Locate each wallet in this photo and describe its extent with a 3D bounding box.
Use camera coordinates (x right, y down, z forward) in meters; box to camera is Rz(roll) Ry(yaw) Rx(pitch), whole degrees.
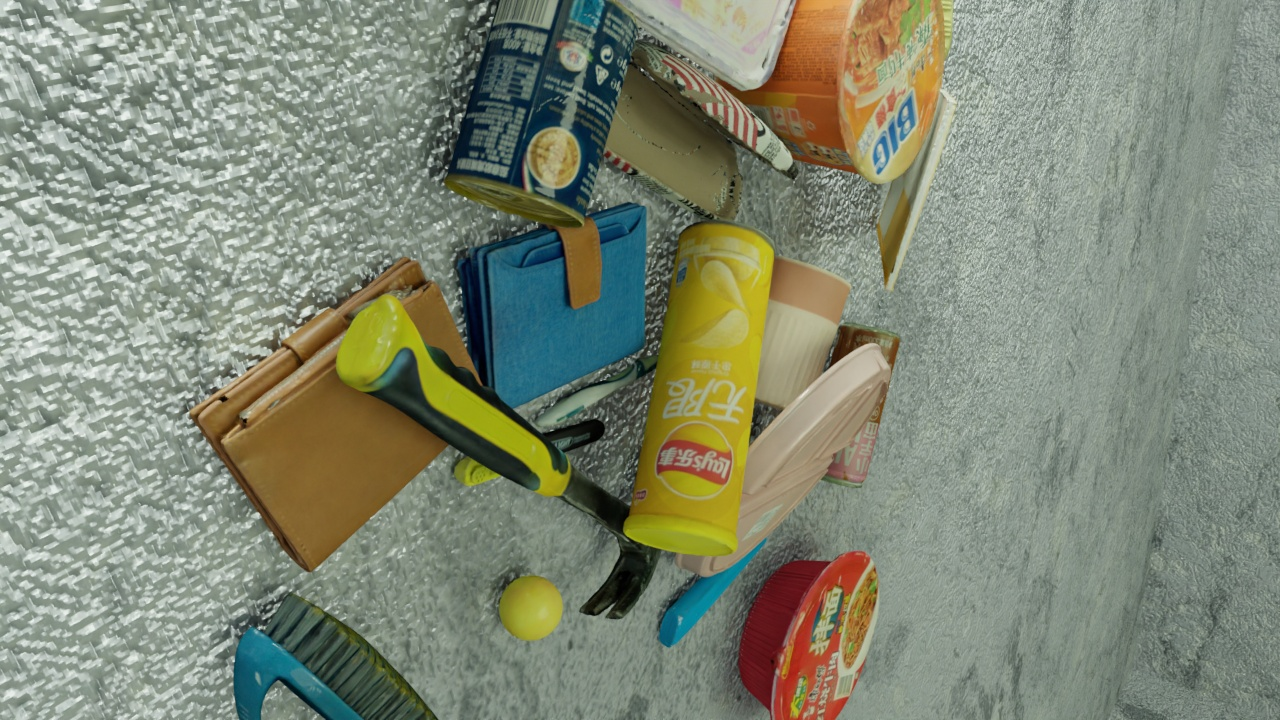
[{"bbox_3d":[-0.141,0.026,0.458,0.131,0.031,0.108,-46,137,-32],"label":"wallet"},{"bbox_3d":[-0.046,-0.034,0.551,0.132,0.040,0.106,-26,126,-44],"label":"wallet"}]

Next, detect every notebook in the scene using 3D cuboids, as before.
[{"bbox_3d":[0.224,-0.153,0.758,0.205,0.010,0.146,-61,166,-65],"label":"notebook"}]

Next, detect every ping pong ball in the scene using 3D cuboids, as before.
[{"bbox_3d":[-0.069,0.157,0.581,0.040,0.040,0.040,-20,117,-46],"label":"ping pong ball"}]

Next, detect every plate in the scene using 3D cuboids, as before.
[{"bbox_3d":[0.115,0.083,0.707,0.229,0.028,0.230,-41,160,-19],"label":"plate"}]

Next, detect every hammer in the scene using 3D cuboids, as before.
[{"bbox_3d":[-0.056,0.063,0.523,0.323,0.032,0.126,47,51,-55],"label":"hammer"}]

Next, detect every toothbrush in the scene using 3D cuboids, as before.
[{"bbox_3d":[-0.004,0.004,0.631,0.191,0.016,0.018,-28,113,-43],"label":"toothbrush"}]

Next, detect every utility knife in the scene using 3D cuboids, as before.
[{"bbox_3d":[0.069,0.181,0.778,0.159,0.018,0.034,-36,140,-40],"label":"utility knife"}]

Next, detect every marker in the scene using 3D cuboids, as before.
[{"bbox_3d":[-0.064,0.056,0.574,0.123,0.015,0.018,-14,116,-49],"label":"marker"}]

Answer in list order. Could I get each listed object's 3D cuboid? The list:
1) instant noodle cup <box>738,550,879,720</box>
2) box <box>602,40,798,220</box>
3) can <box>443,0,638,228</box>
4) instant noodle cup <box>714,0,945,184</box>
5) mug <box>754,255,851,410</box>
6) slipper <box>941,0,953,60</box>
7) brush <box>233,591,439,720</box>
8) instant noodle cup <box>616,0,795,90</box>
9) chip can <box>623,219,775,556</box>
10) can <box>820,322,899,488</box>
[{"bbox_3d":[0.155,0.264,0.873,0.193,0.066,0.194,-18,115,-46],"label":"instant noodle cup"},{"bbox_3d":[0.028,-0.138,0.590,0.162,0.076,0.088,17,117,-50],"label":"box"},{"bbox_3d":[-0.050,-0.133,0.478,0.075,0.075,0.111,17,88,-52],"label":"can"},{"bbox_3d":[0.130,-0.205,0.645,0.151,0.111,0.151,-20,117,-46],"label":"instant noodle cup"},{"bbox_3d":[0.108,-0.018,0.718,0.114,0.082,0.106,28,80,-81],"label":"mug"},{"bbox_3d":[0.194,-0.310,0.721,0.091,0.082,0.190,-1,89,-26],"label":"slipper"},{"bbox_3d":[-0.158,0.182,0.469,0.073,0.055,0.144,-52,137,-27],"label":"brush"},{"bbox_3d":[0.029,-0.247,0.529,0.173,0.060,0.138,9,102,-52],"label":"instant noodle cup"},{"bbox_3d":[0.043,0.016,0.600,0.072,0.072,0.213,38,57,-50],"label":"chip can"},{"bbox_3d":[0.197,0.041,0.854,0.057,0.058,0.147,11,93,-52],"label":"can"}]
